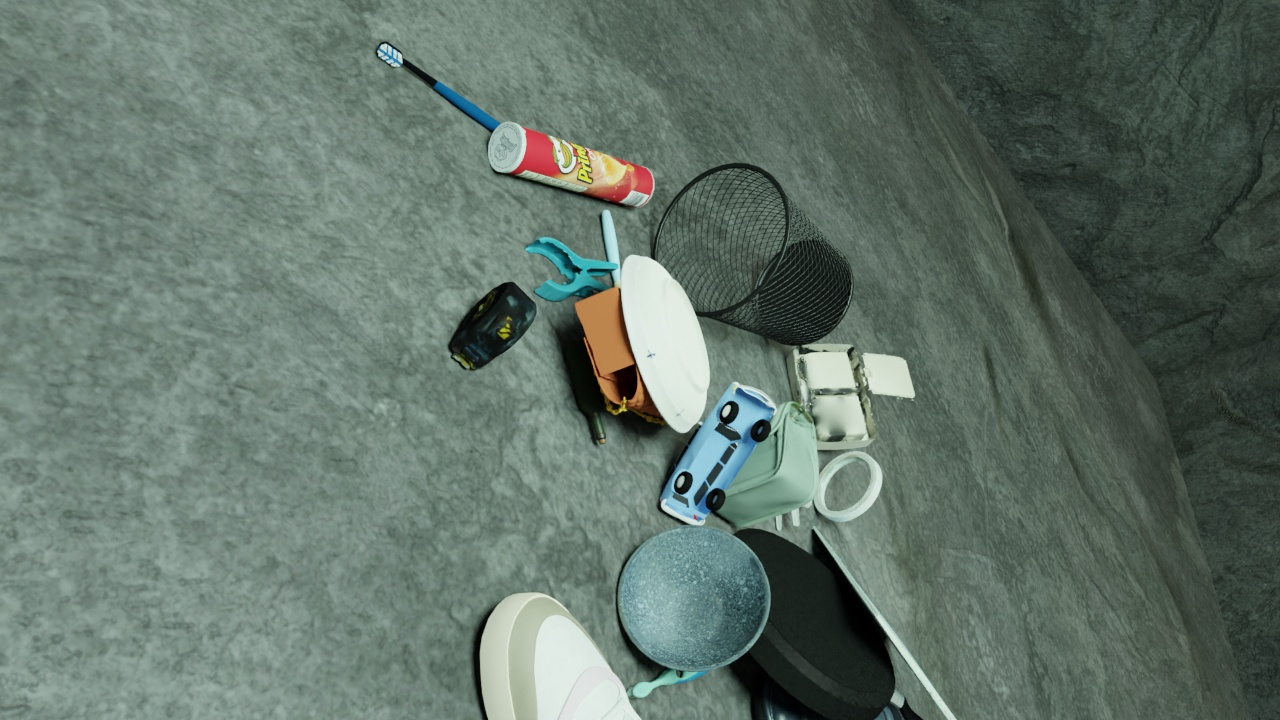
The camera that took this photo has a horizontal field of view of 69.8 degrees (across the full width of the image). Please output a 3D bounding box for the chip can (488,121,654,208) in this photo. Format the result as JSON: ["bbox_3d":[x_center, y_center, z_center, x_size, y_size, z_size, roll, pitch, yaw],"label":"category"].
[{"bbox_3d":[-0.070,-0.212,1.015,0.214,0.052,0.051,4,63,-50],"label":"chip can"}]

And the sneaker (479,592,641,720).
[{"bbox_3d":[-0.011,0.300,0.681,0.111,0.117,0.294,-25,87,-55],"label":"sneaker"}]

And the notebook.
[{"bbox_3d":[0.271,0.295,1.015,0.181,0.009,0.253,54,3,-9],"label":"notebook"}]

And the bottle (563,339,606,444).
[{"bbox_3d":[-0.051,0.031,0.895,0.025,0.025,0.106,4,64,-50],"label":"bottle"}]

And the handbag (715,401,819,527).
[{"bbox_3d":[0.121,0.108,0.975,0.067,0.122,0.106,35,45,-31],"label":"handbag"}]

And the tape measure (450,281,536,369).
[{"bbox_3d":[-0.127,-0.034,0.808,0.042,0.072,0.072,43,33,-18],"label":"tape measure"}]

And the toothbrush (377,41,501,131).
[{"bbox_3d":[-0.193,-0.269,0.932,0.167,0.014,0.014,30,35,-38],"label":"toothbrush"}]

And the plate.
[{"bbox_3d":[0.032,-0.021,0.900,0.182,0.034,0.182,-17,90,-73],"label":"plate"}]

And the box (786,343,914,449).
[{"bbox_3d":[0.292,0.050,1.229,0.184,0.044,0.143,0,63,-11],"label":"box"}]

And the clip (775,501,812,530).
[{"bbox_3d":[0.187,0.155,1.093,0.059,0.052,0.101,18,54,-29],"label":"clip"}]

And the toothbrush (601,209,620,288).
[{"bbox_3d":[-0.026,-0.102,1.025,0.022,0.016,0.154,62,15,-67],"label":"toothbrush"}]

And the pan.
[{"bbox_3d":[0.218,0.303,0.933,0.356,0.034,0.224,39,21,0],"label":"pan"}]

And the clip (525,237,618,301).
[{"bbox_3d":[-0.064,-0.073,0.951,0.130,0.030,0.119,28,42,-37],"label":"clip"}]

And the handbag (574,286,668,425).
[{"bbox_3d":[-0.005,0.005,0.915,0.171,0.060,0.108,25,46,-69],"label":"handbag"}]

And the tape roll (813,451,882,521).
[{"bbox_3d":[0.255,0.155,1.133,0.013,0.093,0.092,40,41,-29],"label":"tape roll"}]

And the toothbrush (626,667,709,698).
[{"bbox_3d":[0.031,0.286,0.834,0.135,0.017,0.022,2,64,-53],"label":"toothbrush"}]

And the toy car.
[{"bbox_3d":[0.076,0.092,0.927,0.056,0.153,0.055,30,6,-24],"label":"toy car"}]

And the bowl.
[{"bbox_3d":[0.049,0.225,0.843,0.057,0.137,0.136,82,7,-55],"label":"bowl"}]

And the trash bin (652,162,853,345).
[{"bbox_3d":[0.150,-0.113,1.125,0.210,0.184,0.183,22,51,-49],"label":"trash bin"}]

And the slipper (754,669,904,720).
[{"bbox_3d":[0.226,0.372,0.958,0.265,0.084,0.108,27,50,-37],"label":"slipper"}]
